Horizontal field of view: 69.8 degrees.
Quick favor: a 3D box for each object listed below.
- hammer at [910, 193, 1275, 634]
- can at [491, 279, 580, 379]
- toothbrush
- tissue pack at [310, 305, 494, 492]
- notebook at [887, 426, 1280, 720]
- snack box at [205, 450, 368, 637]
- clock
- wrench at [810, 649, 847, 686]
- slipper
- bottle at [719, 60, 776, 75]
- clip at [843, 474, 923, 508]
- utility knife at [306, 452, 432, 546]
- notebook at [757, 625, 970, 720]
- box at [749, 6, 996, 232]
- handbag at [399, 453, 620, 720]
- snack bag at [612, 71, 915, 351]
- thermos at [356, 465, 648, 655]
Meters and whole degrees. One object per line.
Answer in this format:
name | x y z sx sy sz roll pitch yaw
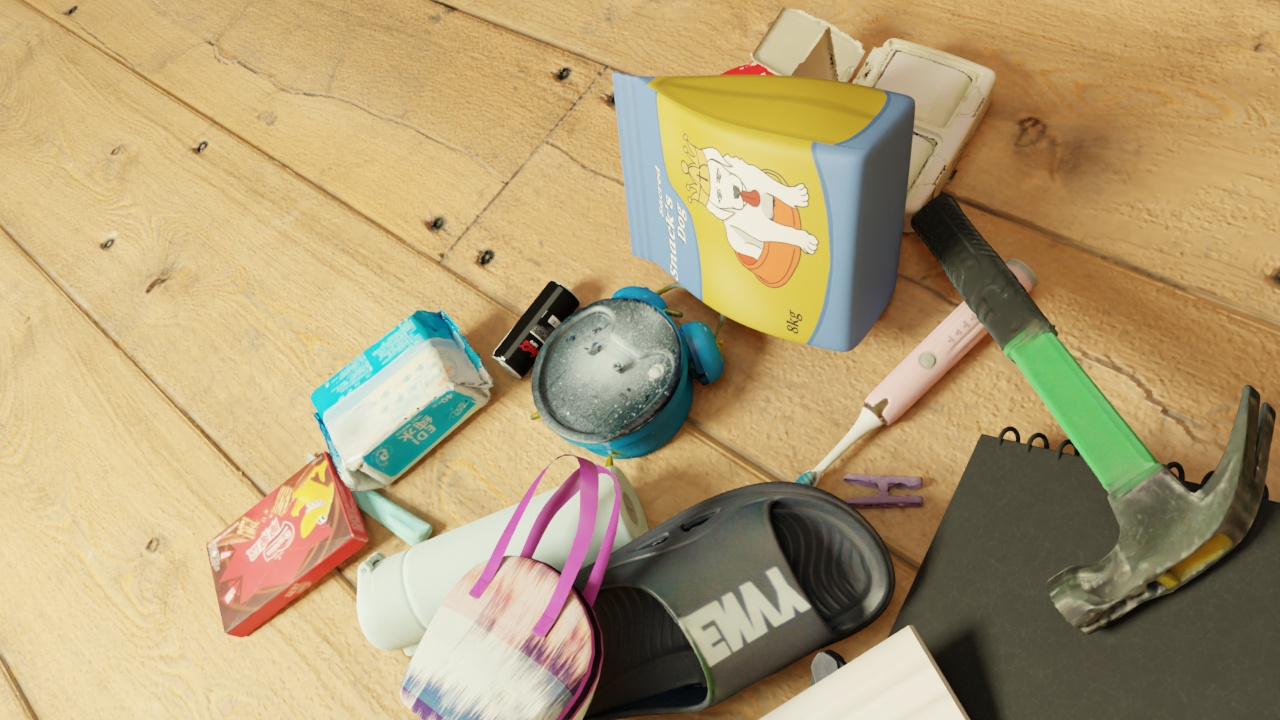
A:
hammer | 0.230 -0.008 0.534 0.130 0.032 0.318 -46 31 24
can | -0.085 -0.025 0.743 0.031 0.031 0.080 30 77 32
toothbrush | 0.180 0.015 0.614 0.222 0.026 0.027 -43 65 -5
tissue pack | -0.191 0.031 0.739 0.144 0.061 0.093 -39 57 1
notebook | 0.235 0.127 0.455 0.232 0.019 0.169 14 75 60
snack box | -0.283 0.145 0.730 0.133 0.021 0.089 -37 55 7
clock | -0.004 0.004 0.678 0.161 0.060 0.117 -46 55 -8
wrench | 0.172 0.266 0.461 0.073 0.022 0.273 -47 60 24
slipper | 0.017 0.155 0.550 0.268 0.083 0.110 -25 84 13
bottle | 0.100 -0.233 0.776 0.142 0.042 0.041 -18 57 13
clip | 0.157 0.084 0.595 0.052 0.013 0.036 -5 62 17
utility knife | -0.225 0.108 0.737 0.158 0.015 0.022 23 94 32
notebook | 0.137 0.265 0.463 0.143 0.009 0.209 -42 56 24
box | 0.165 -0.200 0.682 0.186 0.101 0.144 29 75 5
handbag | -0.064 0.137 0.538 0.145 0.068 0.169 11 73 48
snack bag | 0.073 -0.113 0.639 0.205 0.159 0.102 19 46 28
thermos | -0.099 0.140 0.637 0.207 0.065 0.078 -24 97 9
